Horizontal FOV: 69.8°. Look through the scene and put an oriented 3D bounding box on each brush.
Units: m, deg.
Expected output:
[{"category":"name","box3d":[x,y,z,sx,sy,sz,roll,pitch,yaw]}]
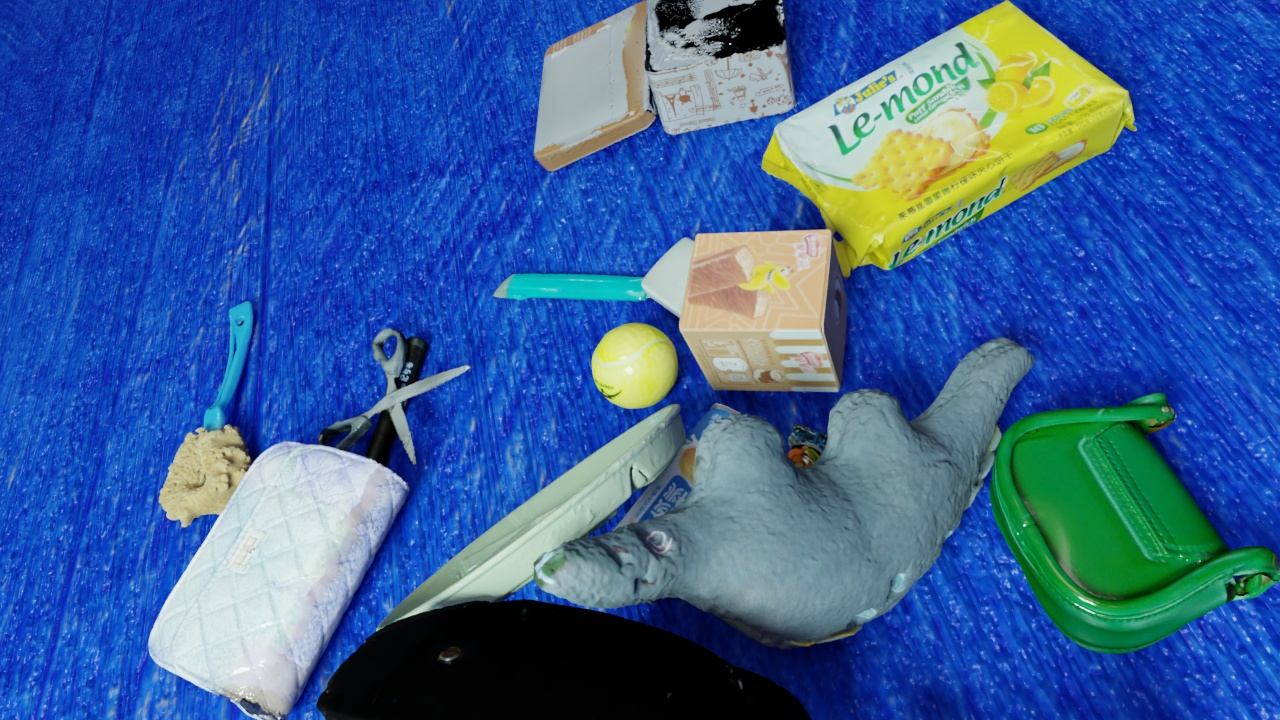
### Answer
[{"category":"brush","box3d":[-0.385,0.041,0.849,0.083,0.046,0.254,-22,47,12]}]

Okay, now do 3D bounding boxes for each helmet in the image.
[{"category":"helmet","box3d":[-0.028,0.245,0.419,0.230,0.234,0.274,2,28,13]}]

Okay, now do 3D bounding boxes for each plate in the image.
[{"category":"plate","box3d":[-0.062,0.104,0.575,0.230,0.230,0.027,-35,90,-4]}]

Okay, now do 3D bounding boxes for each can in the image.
[{"category":"can","box3d":[0.030,0.096,0.621,0.053,0.053,0.134,29,71,35]}]

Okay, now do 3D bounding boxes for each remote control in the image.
[{"category":"remote control","box3d":[0.068,-0.041,0.717,0.058,0.021,0.150,-46,58,-8]}]

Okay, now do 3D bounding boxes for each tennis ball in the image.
[{"category":"tennis ball","box3d":[-0.004,0.004,0.692,0.065,0.065,0.065,-11,53,15]}]

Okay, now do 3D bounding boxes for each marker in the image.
[{"category":"marker","box3d":[-0.211,0.039,0.785,0.022,0.020,0.131,-23,46,45]}]

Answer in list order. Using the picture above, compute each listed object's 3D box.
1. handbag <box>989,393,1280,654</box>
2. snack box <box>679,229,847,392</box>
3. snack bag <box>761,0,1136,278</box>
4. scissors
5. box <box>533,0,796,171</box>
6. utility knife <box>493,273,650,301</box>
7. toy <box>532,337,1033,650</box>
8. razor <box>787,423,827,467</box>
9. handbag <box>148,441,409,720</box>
[{"category":"handbag","box3d":[0.269,0.087,0.518,0.120,0.068,0.131,-22,51,5]},{"category":"snack box","box3d":[0.088,-0.032,0.634,0.094,0.093,0.077,1,63,21]},{"category":"snack bag","box3d":[0.234,-0.170,0.713,0.246,0.068,0.158,-28,51,2]},{"category":"scissors","box3d":[-0.204,0.029,0.761,0.177,0.014,0.159,-21,49,29]},{"category":"box","box3d":[0.012,-0.295,0.885,0.262,0.088,0.177,-9,55,15]},{"category":"utility knife","box3d":[-0.040,-0.061,0.786,0.193,0.013,0.029,4,62,24]},{"category":"toy","box3d":[0.104,0.090,0.531,0.355,0.138,0.091,-17,17,-27]},{"category":"razor","box3d":[0.089,0.103,0.613,0.043,0.022,0.142,19,66,34]},{"category":"handbag","box3d":[-0.272,0.159,0.690,0.134,0.075,0.193,8,61,27]}]
